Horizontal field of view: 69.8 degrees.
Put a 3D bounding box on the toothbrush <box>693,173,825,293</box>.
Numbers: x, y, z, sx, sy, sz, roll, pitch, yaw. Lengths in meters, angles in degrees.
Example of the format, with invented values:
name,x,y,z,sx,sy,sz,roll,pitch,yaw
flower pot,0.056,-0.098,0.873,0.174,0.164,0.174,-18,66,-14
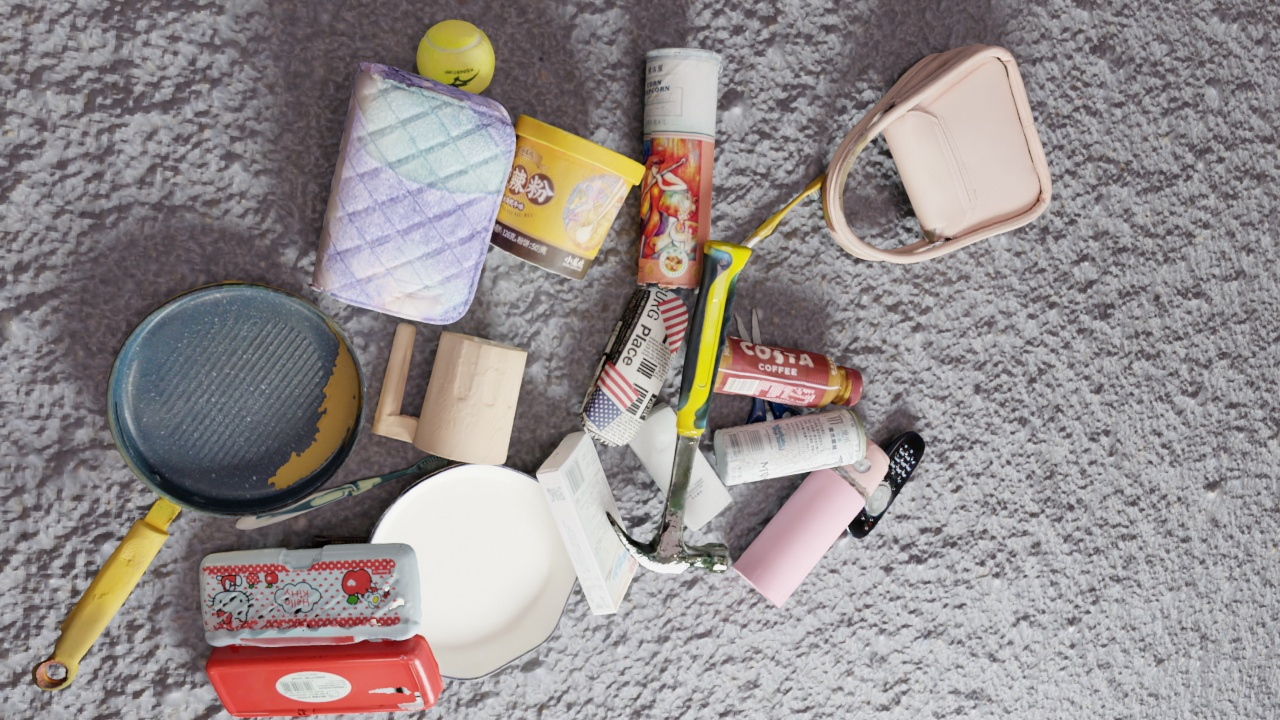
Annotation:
name,x,y,z,sx,sy,sz,roll,pitch,yaw
toothbrush,0.125,-0.128,0.935,0.191,0.016,0.018,-42,119,-10

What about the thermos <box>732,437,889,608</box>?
name,x,y,z,sx,sy,sz,roll,pitch,yaw
thermos,0.178,0.160,0.979,0.087,0.067,0.198,39,84,7

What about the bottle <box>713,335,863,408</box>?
name,x,y,z,sx,sy,sz,roll,pitch,yaw
bottle,0.141,0.014,0.929,0.174,0.057,0.057,10,95,-18

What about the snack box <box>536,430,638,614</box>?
name,x,y,z,sx,sy,sz,roll,pitch,yaw
snack box,-0.048,0.154,0.880,0.027,0.084,0.157,-13,107,21

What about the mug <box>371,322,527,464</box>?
name,x,y,z,sx,sy,sz,roll,pitch,yaw
mug,-0.170,0.028,0.822,0.125,0.084,0.103,14,92,4

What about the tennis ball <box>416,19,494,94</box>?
name,x,y,z,sx,sy,sz,roll,pitch,yaw
tennis ball,-0.157,-0.255,0.780,0.065,0.065,0.065,-3,100,-20

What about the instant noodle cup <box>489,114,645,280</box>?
name,x,y,z,sx,sy,sz,roll,pitch,yaw
instant noodle cup,-0.072,-0.140,0.809,0.118,0.118,0.114,20,100,-22

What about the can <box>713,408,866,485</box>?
name,x,y,z,sx,sy,sz,roll,pitch,yaw
can,0.151,0.087,0.935,0.146,0.058,0.058,-9,102,-7

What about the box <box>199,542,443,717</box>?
name,x,y,z,sx,sy,sz,roll,pitch,yaw
box,-0.277,0.234,0.784,0.201,0.058,0.161,-5,104,9

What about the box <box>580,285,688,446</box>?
name,x,y,z,sx,sy,sz,roll,pitch,yaw
box,-0.007,0.004,0.894,0.068,0.052,0.164,28,81,-12

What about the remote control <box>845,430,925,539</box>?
name,x,y,z,sx,sy,sz,roll,pitch,yaw
remote control,0.269,0.137,1.026,0.053,0.024,0.136,40,84,-32

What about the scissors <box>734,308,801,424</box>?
name,x,y,z,sx,sy,sz,roll,pitch,yaw
scissors,0.138,0.028,0.967,0.132,0.012,0.172,12,93,-20

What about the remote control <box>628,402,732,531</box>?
name,x,y,z,sx,sy,sz,roll,pitch,yaw
remote control,0.038,0.109,0.938,0.056,0.019,0.135,-39,110,-11

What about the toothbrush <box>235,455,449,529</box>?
name,x,y,z,sx,sy,sz,roll,pitch,yaw
toothbrush,-0.265,0.119,0.826,0.191,0.018,0.016,-17,103,-18

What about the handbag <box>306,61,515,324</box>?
name,x,y,z,sx,sy,sz,roll,pitch,yaw
handbag,-0.188,-0.134,0.762,0.134,0.075,0.194,14,109,-18

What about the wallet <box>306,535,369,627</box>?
name,x,y,z,sx,sy,sz,roll,pitch,yaw
wallet,-0.257,0.221,0.847,0.096,0.020,0.122,5,96,-26

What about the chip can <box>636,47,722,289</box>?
name,x,y,z,sx,sy,sz,roll,pitch,yaw
chip can,0.035,-0.177,0.863,0.071,0.071,0.215,-1,100,-21

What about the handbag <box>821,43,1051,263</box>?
name,x,y,z,sx,sy,sz,roll,pitch,yaw
handbag,0.295,-0.196,0.954,0.234,0.093,0.193,-32,109,-8

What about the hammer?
name,x,y,z,sx,sy,sz,roll,pitch,yaw
hammer,0.047,0.049,0.862,0.126,0.032,0.323,6,102,-18

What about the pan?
name,x,y,z,sx,sy,sz,roll,pitch,yaw
pan,-0.373,0.100,0.749,0.197,0.078,0.357,36,85,-21

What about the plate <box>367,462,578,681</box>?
name,x,y,z,sx,sy,sz,roll,pitch,yaw
plate,-0.158,0.192,0.856,0.204,0.046,0.205,-3,96,-25
